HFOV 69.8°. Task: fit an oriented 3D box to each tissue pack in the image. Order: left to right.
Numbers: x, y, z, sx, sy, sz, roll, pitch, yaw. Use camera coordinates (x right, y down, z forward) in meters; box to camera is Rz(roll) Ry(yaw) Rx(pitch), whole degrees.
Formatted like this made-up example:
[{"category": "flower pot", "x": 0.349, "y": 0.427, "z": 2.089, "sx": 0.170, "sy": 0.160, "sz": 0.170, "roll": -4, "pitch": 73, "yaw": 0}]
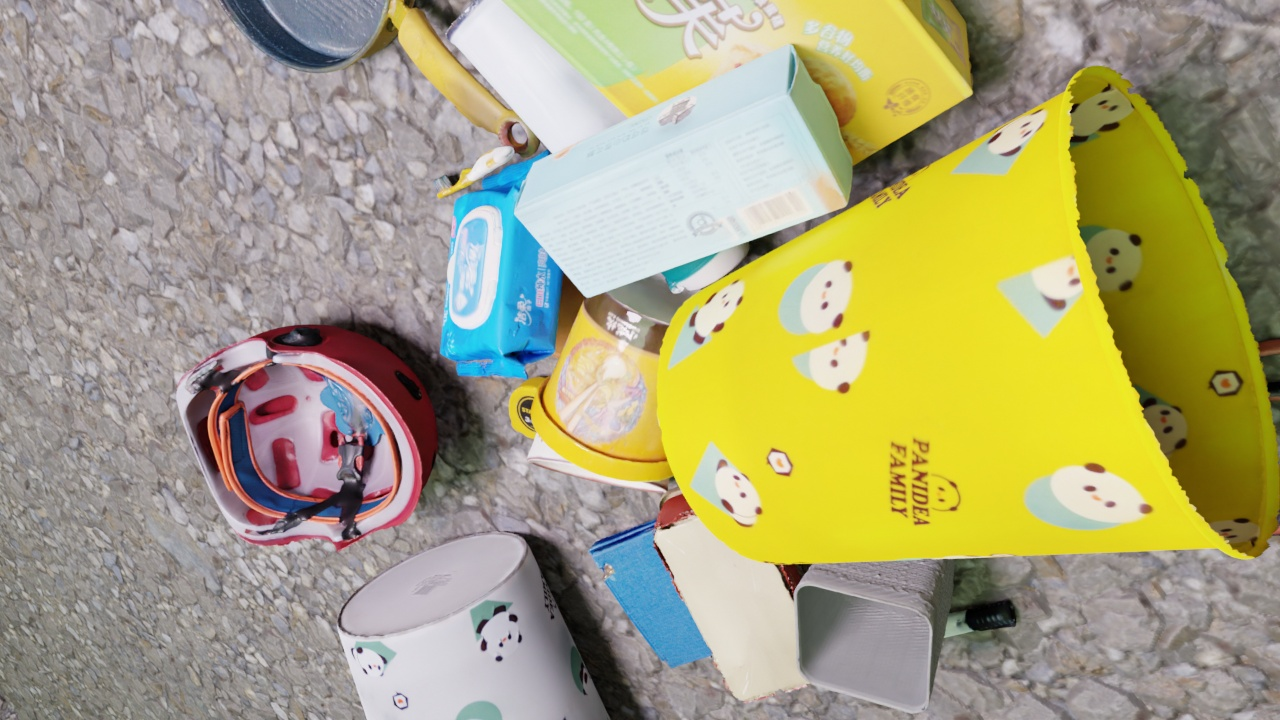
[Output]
[{"category": "tissue pack", "x": -0.098, "y": -0.065, "z": 0.643, "sx": 0.095, "sy": 0.052, "sz": 0.157, "roll": 0, "pitch": 83, "yaw": 51}]

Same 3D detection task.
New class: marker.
[{"category": "marker", "x": 0.222, "y": 0.205, "z": 0.697, "sx": 0.131, "sy": 0.018, "sz": 0.022, "roll": -29, "pitch": 108, "yaw": 38}]

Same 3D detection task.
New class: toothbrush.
[{"category": "toothbrush", "x": -0.123, "y": -0.135, "z": 0.655, "sx": 0.018, "sy": 0.016, "sz": 0.192, "roll": 62, "pitch": 160, "yaw": -13}]

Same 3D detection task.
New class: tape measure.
[{"category": "tape measure", "x": -0.082, "y": 0.041, "z": 0.780, "sx": 0.060, "sy": 0.028, "sz": 0.057, "roll": 16, "pitch": 124, "yaw": 23}]

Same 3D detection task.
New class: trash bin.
[{"category": "trash bin", "x": -0.151, "y": 0.315, "z": 0.864, "sx": 0.230, "sy": 0.228, "sz": 0.252, "roll": -9, "pitch": 105, "yaw": 34}, {"category": "trash bin", "x": 0.160, "y": 0.005, "z": 0.500, "sx": 0.256, "sy": 0.228, "sz": 0.229, "roll": -20, "pitch": 104, "yaw": 43}]

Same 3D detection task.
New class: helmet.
[{"category": "helmet", "x": -0.280, "y": 0.055, "z": 0.838, "sx": 0.240, "sy": 0.143, "sz": 0.207, "roll": -4, "pitch": 115, "yaw": 17}]

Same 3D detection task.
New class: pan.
[{"category": "pan", "x": -0.193, "y": -0.259, "z": 0.645, "sx": 0.357, "sy": 0.078, "sz": 0.198, "roll": 37, "pitch": 129, "yaw": 8}]

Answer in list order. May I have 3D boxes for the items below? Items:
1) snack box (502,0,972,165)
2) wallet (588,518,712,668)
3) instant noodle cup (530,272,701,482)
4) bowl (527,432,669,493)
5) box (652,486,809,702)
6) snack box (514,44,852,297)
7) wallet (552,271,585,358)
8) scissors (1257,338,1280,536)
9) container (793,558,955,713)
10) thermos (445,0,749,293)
[{"category": "snack box", "x": 0.053, "y": -0.187, "z": 0.491, "sx": 0.210, "sy": 0.069, "sz": 0.158, "roll": 37, "pitch": 135, "yaw": -28}, {"category": "wallet", "x": 0.027, "y": 0.201, "z": 0.799, "sx": 0.107, "sy": 0.040, "sz": 0.133, "roll": -27, "pitch": 101, "yaw": 30}, {"category": "instant noodle cup", "x": -0.004, "y": 0.004, "z": 0.632, "sx": 0.118, "sy": 0.118, "sz": 0.115, "roll": 28, "pitch": 116, "yaw": 15}, {"category": "bowl", "x": -0.029, "y": 0.063, "z": 0.726, "sx": 0.114, "sy": 0.113, "sz": 0.062, "roll": 4, "pitch": 76, "yaw": 29}, {"category": "box", "x": 0.077, "y": 0.179, "z": 0.714, "sx": 0.091, "sy": 0.080, "sz": 0.168, "roll": -23, "pitch": 103, "yaw": 17}, {"category": "snack box", "x": 0.022, "y": -0.098, "z": 0.506, "sx": 0.175, "sy": 0.051, "sz": 0.074, "roll": -17, "pitch": 131, "yaw": 28}, {"category": "wallet", "x": -0.047, "y": -0.041, "z": 0.710, "sx": 0.132, "sy": 0.031, "sz": 0.108, "roll": 23, "pitch": 124, "yaw": 16}, {"category": "scissors", "x": 0.314, "y": 0.040, "z": 0.549, "sx": 0.226, "sy": 0.015, "sz": 0.189, "roll": 36, "pitch": 129, "yaw": 9}, {"category": "container", "x": 0.170, "y": 0.164, "z": 0.642, "sx": 0.090, "sy": 0.114, "sz": 0.090, "roll": 8, "pitch": 120, "yaw": 27}, {"category": "thermos", "x": -0.017, "y": -0.139, "z": 0.576, "sx": 0.073, "sy": 0.073, "sz": 0.224, "roll": -30, "pitch": 111, "yaw": 39}]
